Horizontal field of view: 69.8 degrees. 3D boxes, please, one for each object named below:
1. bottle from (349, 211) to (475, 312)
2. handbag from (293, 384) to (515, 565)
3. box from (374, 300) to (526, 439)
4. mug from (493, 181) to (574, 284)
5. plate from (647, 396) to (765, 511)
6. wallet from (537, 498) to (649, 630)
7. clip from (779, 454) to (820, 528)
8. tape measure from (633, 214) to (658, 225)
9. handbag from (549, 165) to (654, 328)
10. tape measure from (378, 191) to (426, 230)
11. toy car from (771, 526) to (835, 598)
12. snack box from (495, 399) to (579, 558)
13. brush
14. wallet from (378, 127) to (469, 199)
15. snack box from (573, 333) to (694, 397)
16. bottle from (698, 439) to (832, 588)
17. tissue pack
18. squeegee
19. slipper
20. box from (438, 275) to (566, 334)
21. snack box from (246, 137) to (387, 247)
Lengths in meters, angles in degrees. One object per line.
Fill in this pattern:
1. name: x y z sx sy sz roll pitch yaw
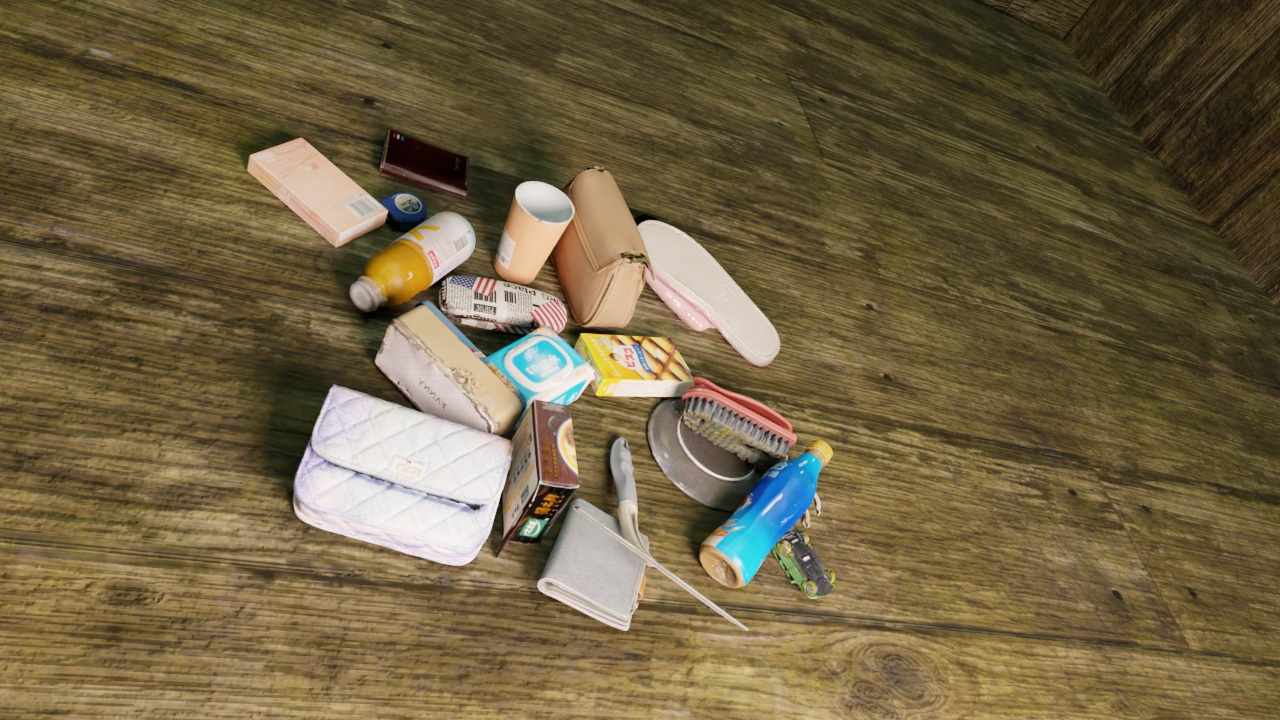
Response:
1. bottle: -0.273 -0.117 1.102 0.068 0.068 0.189 36 41 4
2. handbag: -0.227 0.111 0.891 0.194 0.076 0.134 19 56 -14
3. box: -0.211 0.018 0.994 0.184 0.090 0.059 47 44 8
4. mug: -0.144 -0.159 1.182 0.078 0.123 0.078 18 42 -17
5. plate: 0.093 0.108 1.148 0.179 0.024 0.179 17 44 -17
6. wallet: -0.043 0.213 0.950 0.106 0.037 0.129 30 29 -5
7. clip: 0.202 0.168 1.153 0.092 0.035 0.102 32 33 5
8. tape measure: 0.006 -0.183 1.348 0.057 0.058 0.039 26 38 -43
9. handbag: -0.052 -0.146 1.207 0.099 0.148 0.204 -3 56 -31
10. tape measure: -0.306 -0.193 1.187 0.054 0.025 0.058 43 46 9
11. toy car: 0.188 0.238 1.072 0.043 0.036 0.091 -13 57 -41
12. snack box: -0.109 0.123 0.938 0.053 0.114 0.125 10 47 -24
13. brush: 0.118 0.073 1.132 0.146 0.063 0.069 29 52 -3
14. wallet: -0.299 -0.274 1.277 0.122 0.020 0.096 16 43 -21
15. snack box: -0.007 0.007 1.167 0.140 0.034 0.087 1 41 -31
16. bottle: 0.155 0.168 1.059 0.065 0.065 0.218 42 57 11
17. tissue pack: -0.124 0.018 1.068 0.090 0.063 0.139 44 42 12
18. squeegee: -0.009 0.160 0.991 0.246 0.039 0.246 41 13 -28
19. slipper: 0.087 -0.092 1.312 0.274 0.055 0.113 42 44 -6
20. box: -0.171 -0.064 1.142 0.164 0.058 0.071 12 28 -24
21. snack box: -0.402 -0.211 1.144 0.157 0.026 0.084 40 42 8
